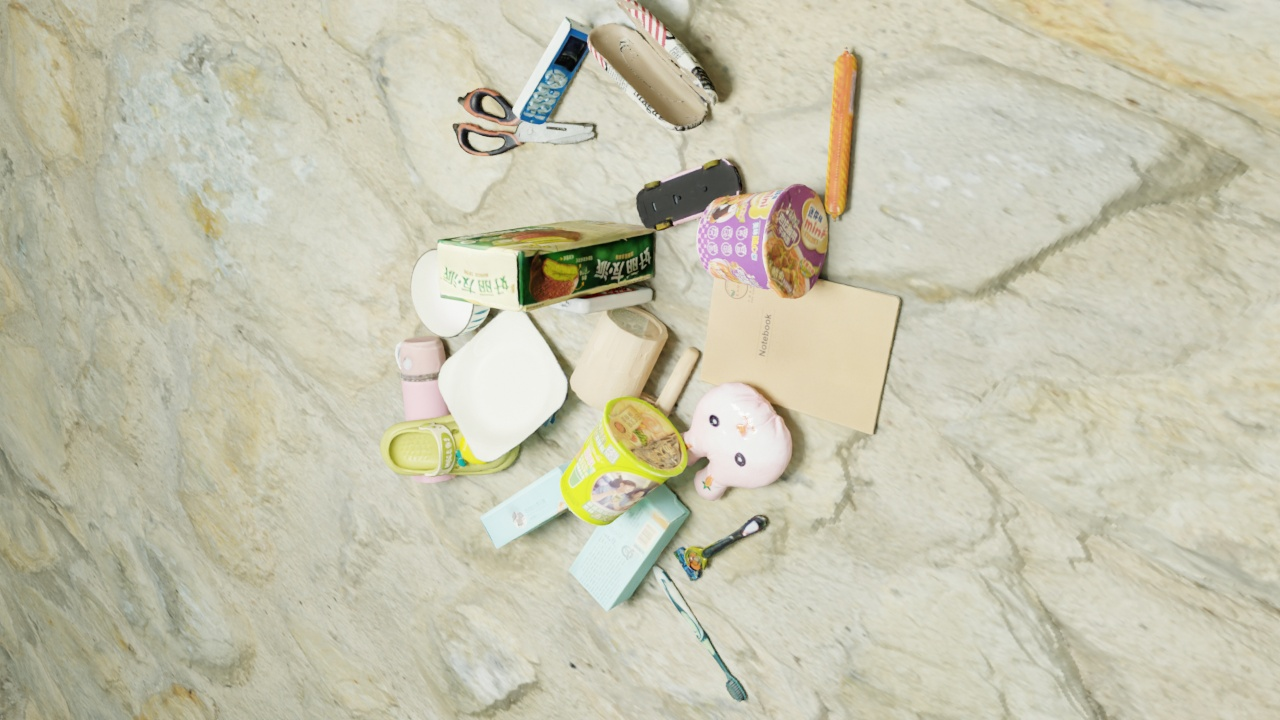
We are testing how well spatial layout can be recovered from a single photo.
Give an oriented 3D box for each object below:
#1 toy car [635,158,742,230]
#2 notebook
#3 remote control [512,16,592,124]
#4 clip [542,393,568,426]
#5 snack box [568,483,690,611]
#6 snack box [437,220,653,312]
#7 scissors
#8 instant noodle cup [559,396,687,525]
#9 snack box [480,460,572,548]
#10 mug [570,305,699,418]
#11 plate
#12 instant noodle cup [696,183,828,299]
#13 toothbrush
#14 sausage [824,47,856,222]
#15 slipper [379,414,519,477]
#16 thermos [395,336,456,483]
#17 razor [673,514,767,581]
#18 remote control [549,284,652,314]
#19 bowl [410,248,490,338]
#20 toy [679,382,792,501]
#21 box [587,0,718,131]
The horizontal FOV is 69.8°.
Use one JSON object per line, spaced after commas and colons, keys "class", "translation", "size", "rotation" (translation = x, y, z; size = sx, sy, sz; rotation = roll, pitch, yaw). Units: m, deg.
{"class": "toy car", "translation": [0.053, -0.178, 0.994], "size": [0.123, 0.037, 0.056], "rotation": [-15, 96, 24]}
{"class": "notebook", "translation": [0.162, -0.019, 0.973], "size": [0.208, 0.008, 0.148], "rotation": [18, 111, 30]}
{"class": "remote control", "translation": [-0.100, -0.328, 1.044], "size": [0.024, 0.049, 0.125], "rotation": [47, 115, 21]}
{"class": "clip", "translation": [-0.113, 0.058, 1.178], "size": [0.026, 0.038, 0.058], "rotation": [49, 121, 23]}
{"class": "snack box", "translation": [-0.015, 0.224, 1.130], "size": [0.074, 0.051, 0.175], "rotation": [44, 121, 21]}
{"class": "snack box", "translation": [-0.094, -0.108, 0.987], "size": [0.115, 0.239, 0.063], "rotation": [11, 109, 32]}
{"class": "scissors", "translation": [-0.144, -0.295, 1.114], "size": [0.209, 0.015, 0.185], "rotation": [-32, 82, 36]}
{"class": "instant noodle cup", "translation": [-0.028, 0.121, 1.033], "size": [0.111, 0.111, 0.124], "rotation": [50, 120, 15]}
{"class": "snack box", "translation": [-0.124, 0.181, 1.182], "size": [0.175, 0.074, 0.051], "rotation": [-35, 81, 36]}
{"class": "mug", "translation": [-0.006, 0.006, 1.061], "size": [0.124, 0.084, 0.104], "rotation": [26, 117, 0]}
{"class": "plate", "translation": [-0.173, 0.033, 1.179], "size": [0.164, 0.034, 0.164], "rotation": [-39, 65, 14]}
{"class": "instant noodle cup", "translation": [0.118, -0.122, 0.922], "size": [0.099, 0.111, 0.111], "rotation": [11, 108, 41]}
{"class": "toothbrush", "translation": [0.069, 0.333, 1.119], "size": [0.016, 0.018, 0.191], "rotation": [-43, 76, 35]}
{"class": "sausage", "translation": [0.194, -0.218, 0.892], "size": [0.021, 0.021, 0.165], "rotation": [11, 108, 33]}
{"class": "slipper", "translation": [-0.256, 0.120, 1.217], "size": [0.190, 0.081, 0.092], "rotation": [-5, 104, 3]}
{"class": "thermos", "translation": [-0.304, 0.067, 1.285], "size": [0.087, 0.067, 0.199], "rotation": [4, 105, 37]}
{"class": "razor", "translation": [0.093, 0.216, 1.071], "size": [0.143, 0.022, 0.042], "rotation": [-38, 80, 35]}
{"class": "remote control", "translation": [-0.042, -0.071, 1.023], "size": [0.056, 0.135, 0.020], "rotation": [12, 106, 33]}
{"class": "bowl", "translation": [-0.237, -0.091, 1.199], "size": [0.117, 0.066, 0.116], "rotation": [9, 105, 34]}
{"class": "toy", "translation": [0.097, 0.096, 1.022], "size": [0.121, 0.054, 0.160], "rotation": [55, 133, 12]}
{"class": "box", "translation": [0.009, -0.307, 0.971], "size": [0.087, 0.076, 0.163], "rotation": [-46, 76, 13]}
